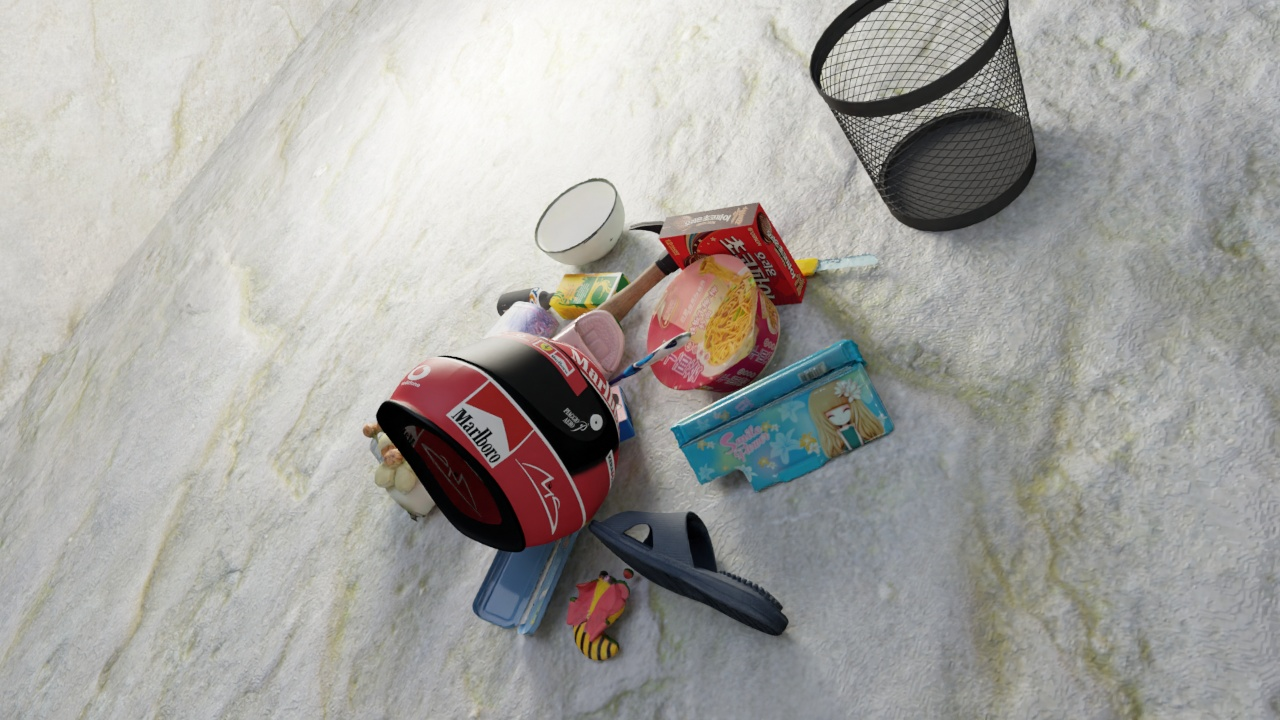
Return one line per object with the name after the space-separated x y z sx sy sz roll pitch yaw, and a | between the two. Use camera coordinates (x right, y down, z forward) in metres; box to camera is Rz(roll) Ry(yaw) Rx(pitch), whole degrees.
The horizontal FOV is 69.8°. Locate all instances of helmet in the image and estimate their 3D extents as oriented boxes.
-0.136 0.076 1.037 0.198 0.271 0.224 3 41 43 | helmet

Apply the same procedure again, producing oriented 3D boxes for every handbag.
-0.335 0.129 1.318 0.112 0.123 0.171 -47 47 2 | handbag
-0.194 -0.008 1.349 0.158 0.069 0.126 -52 21 -11 | handbag

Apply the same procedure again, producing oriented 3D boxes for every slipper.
0.053 0.205 0.981 0.264 0.101 0.082 17 68 40 | slipper
-0.119 0.025 1.248 0.239 0.094 0.064 -38 -1 -1 | slipper

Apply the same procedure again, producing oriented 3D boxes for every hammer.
-0.045 -0.072 1.294 0.306 0.132 0.040 -40 11 14 | hammer

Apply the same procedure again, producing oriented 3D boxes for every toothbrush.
-0.007 0.007 1.156 0.190 0.017 0.016 -31 53 35 | toothbrush

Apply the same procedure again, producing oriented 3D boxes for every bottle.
-0.175 -0.089 1.439 0.113 0.047 0.046 -7 52 33 | bottle

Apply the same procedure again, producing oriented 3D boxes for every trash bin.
0.345 -0.298 1.085 0.218 0.227 0.217 -20 46 22 | trash bin

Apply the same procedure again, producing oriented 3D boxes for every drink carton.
-0.075 -0.096 1.373 0.123 0.041 0.058 3 58 38 | drink carton

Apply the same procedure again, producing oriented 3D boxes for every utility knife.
0.202 -0.119 1.201 0.228 0.019 0.030 -5 58 40 | utility knife

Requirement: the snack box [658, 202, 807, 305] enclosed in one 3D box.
0.119 -0.128 1.169 0.133 0.152 0.035 -3 54 35 | snack box

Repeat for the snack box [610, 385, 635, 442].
-0.086 0.094 1.194 0.154 0.033 0.088 -23 29 5 | snack box

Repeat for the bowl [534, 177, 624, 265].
-0.087 -0.209 1.454 0.154 0.073 0.153 -20 46 22 | bowl

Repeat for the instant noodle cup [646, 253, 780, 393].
0.097 -0.035 1.139 0.179 0.077 0.178 -25 53 38 | instant noodle cup

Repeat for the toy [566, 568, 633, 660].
-0.046 0.282 1.031 0.084 0.046 0.103 -6 60 29 | toy

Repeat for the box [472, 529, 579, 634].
-0.120 0.233 1.130 0.122 0.047 0.209 1 57 39 | box

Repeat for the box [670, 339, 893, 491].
0.164 0.077 1.042 0.227 0.097 0.117 -28 77 15 | box
